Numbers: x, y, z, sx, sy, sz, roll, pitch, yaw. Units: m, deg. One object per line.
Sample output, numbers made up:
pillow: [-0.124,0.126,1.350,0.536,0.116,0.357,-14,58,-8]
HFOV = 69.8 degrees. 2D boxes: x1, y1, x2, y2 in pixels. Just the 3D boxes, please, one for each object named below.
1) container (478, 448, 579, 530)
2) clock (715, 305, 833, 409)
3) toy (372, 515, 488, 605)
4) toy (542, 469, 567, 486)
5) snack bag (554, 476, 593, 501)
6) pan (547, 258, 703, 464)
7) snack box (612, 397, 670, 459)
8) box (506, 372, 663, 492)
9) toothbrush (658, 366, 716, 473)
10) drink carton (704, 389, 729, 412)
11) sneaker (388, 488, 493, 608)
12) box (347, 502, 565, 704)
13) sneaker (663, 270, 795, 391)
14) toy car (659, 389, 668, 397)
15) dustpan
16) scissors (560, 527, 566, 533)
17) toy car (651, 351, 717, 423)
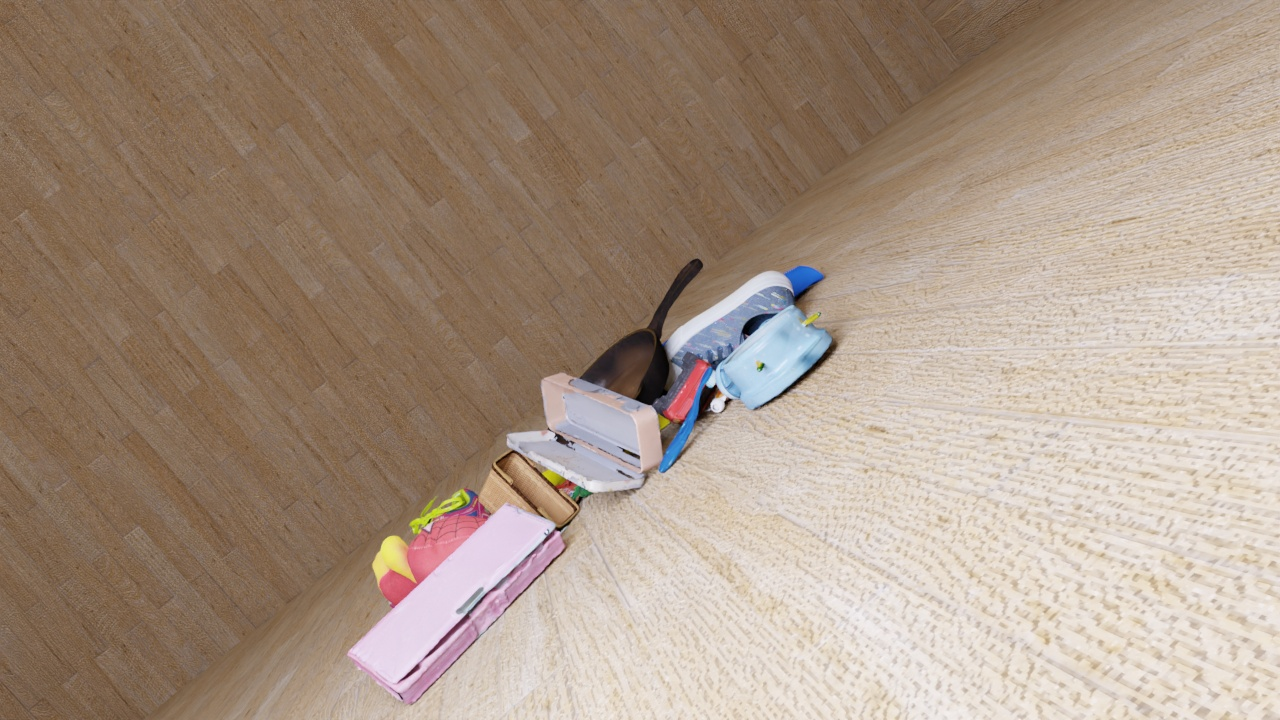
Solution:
container: [-0.141,0.171,1.121,0.061,0.114,0.063,-50,-7,25]
clock: [0.139,-0.002,0.986,0.118,0.060,0.162,-41,2,-16]
toy: [-0.235,0.248,1.114,0.147,0.098,0.217,-2,-18,-37]
toy: [-0.144,0.187,1.337,0.096,0.041,0.094,-37,1,15]
snack bag: [-0.110,0.183,1.197,0.155,0.044,0.087,-29,15,34]
pan: [-0.007,0.007,1.259,0.355,0.043,0.249,-55,19,-15]
snack box: [-0.025,0.112,1.262,0.152,0.025,0.075,-37,7,8]
box: [-0.065,0.078,1.076,0.216,0.094,0.108,18,95,53]
toothbrush: [0.053,0.067,1.014,0.132,0.016,0.021,-63,19,-13]
drink carton: [0.121,0.017,1.092,0.122,0.039,0.069,-46,1,-10]
sneaker: [-0.324,0.285,1.423,0.117,0.091,0.241,-31,9,34]
box: [-0.187,0.240,0.947,0.098,0.046,0.232,21,49,36]
sneaker: [0.115,-0.024,1.248,0.236,0.087,0.079,-40,36,23]
toy car: [0.038,0.040,1.380,0.092,0.042,0.036,-36,31,12]
dustpan: [0.119,-0.052,1.415,0.257,0.059,0.246,-37,5,-28]
scissors: [-0.121,0.226,1.041,0.133,0.015,0.104,-37,0,-33]
toy car: [0.057,0.039,1.126,0.081,0.056,0.189,-56,-2,-1]
